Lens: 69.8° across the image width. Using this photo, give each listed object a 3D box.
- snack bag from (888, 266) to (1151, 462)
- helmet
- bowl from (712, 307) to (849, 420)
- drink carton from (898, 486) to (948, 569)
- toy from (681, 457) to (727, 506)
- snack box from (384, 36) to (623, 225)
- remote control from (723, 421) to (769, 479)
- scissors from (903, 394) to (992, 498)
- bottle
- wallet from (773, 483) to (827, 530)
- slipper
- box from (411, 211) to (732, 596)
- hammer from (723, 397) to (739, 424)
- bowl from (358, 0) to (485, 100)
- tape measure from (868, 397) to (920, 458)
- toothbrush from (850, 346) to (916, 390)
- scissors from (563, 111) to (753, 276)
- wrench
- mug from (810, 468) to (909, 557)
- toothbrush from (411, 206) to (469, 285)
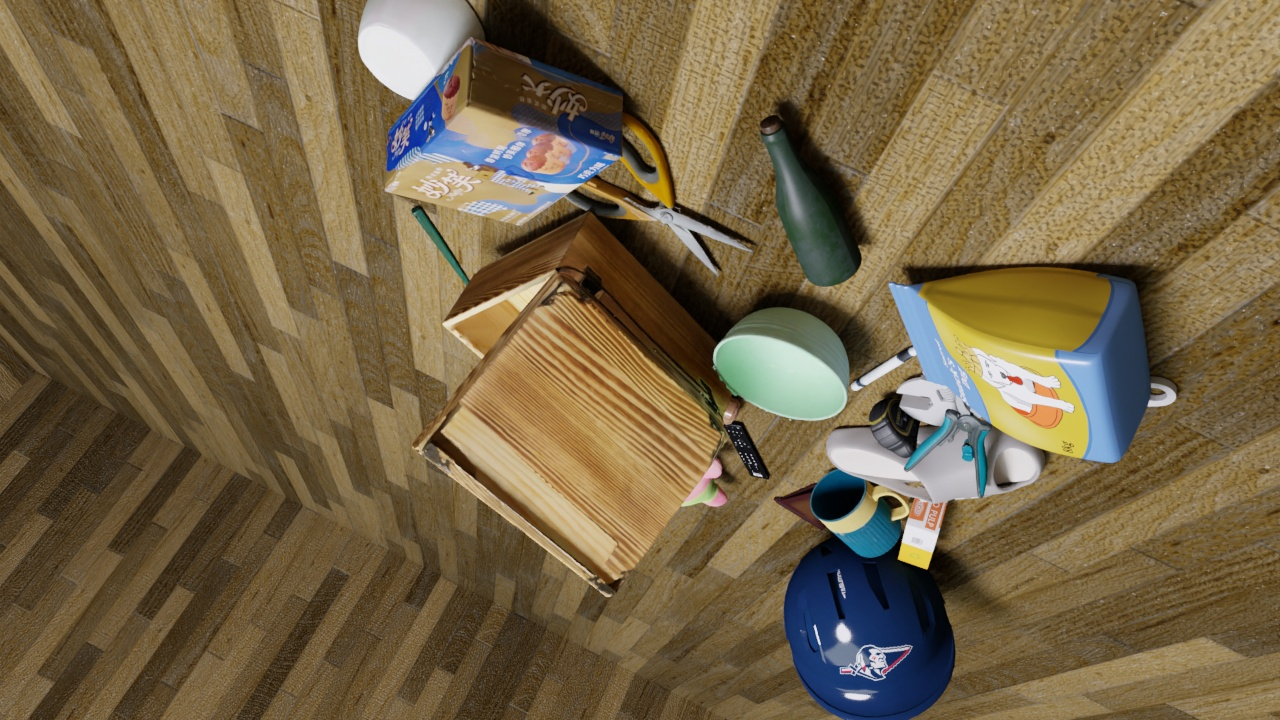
[{"bbox_3d":[0.339,-0.006,0.839,0.205,0.102,0.159,15,151,43],"label":"snack bag"},{"bbox_3d":[0.321,0.375,1.304,0.232,0.271,0.223,-15,144,8],"label":"helmet"},{"bbox_3d":[0.162,-0.006,1.002,0.151,0.076,0.151,21,151,12],"label":"bowl"},{"bbox_3d":[0.374,0.221,1.215,0.040,0.058,0.123,17,150,20],"label":"drink carton"},{"bbox_3d":[0.035,0.142,1.347,0.192,0.096,0.237,-4,132,32],"label":"toy"},{"bbox_3d":[-0.134,-0.206,0.871,0.154,0.069,0.203,11,163,-33],"label":"snack box"},{"bbox_3d":[0.151,0.129,1.307,0.030,0.009,0.140,7,146,33],"label":"remote control"},{"bbox_3d":[0.335,0.088,0.985,0.125,0.019,0.154,-10,115,33],"label":"scissors"},{"bbox_3d":[0.145,-0.143,0.814,0.055,0.055,0.174,3,142,38],"label":"bottle"},{"bbox_3d":[0.261,0.219,1.358,0.091,0.018,0.116,32,154,-8],"label":"wallet"},{"bbox_3d":[0.333,0.133,1.083,0.266,0.080,0.113,0,138,41],"label":"slipper"},{"bbox_3d":[-0.074,0.056,1.006,0.285,0.322,0.279,-20,124,44],"label":"box"},{"bbox_3d":[-0.007,0.007,1.213,0.301,0.037,0.158,25,152,5],"label":"hammer"},{"bbox_3d":[-0.209,-0.296,0.853,0.116,0.065,0.116,21,151,12],"label":"bowl"},{"bbox_3d":[0.287,0.073,1.042,0.061,0.061,0.034,38,137,-13],"label":"tape measure"},{"bbox_3d":[0.275,-0.004,0.977,0.017,0.012,0.187,42,151,0],"label":"toothbrush"},{"bbox_3d":[0.006,-0.161,0.945,0.217,0.016,0.225,0,142,41],"label":"scissors"},{"bbox_3d":[0.395,0.039,0.941,0.274,0.018,0.087,-1,141,40],"label":"wrench"},{"bbox_3d":[0.304,0.202,1.230,0.114,0.083,0.107,-24,126,32],"label":"mug"},{"bbox_3d":[-0.254,-0.131,1.218,0.016,0.017,0.190,10,147,30],"label":"toothbrush"}]
